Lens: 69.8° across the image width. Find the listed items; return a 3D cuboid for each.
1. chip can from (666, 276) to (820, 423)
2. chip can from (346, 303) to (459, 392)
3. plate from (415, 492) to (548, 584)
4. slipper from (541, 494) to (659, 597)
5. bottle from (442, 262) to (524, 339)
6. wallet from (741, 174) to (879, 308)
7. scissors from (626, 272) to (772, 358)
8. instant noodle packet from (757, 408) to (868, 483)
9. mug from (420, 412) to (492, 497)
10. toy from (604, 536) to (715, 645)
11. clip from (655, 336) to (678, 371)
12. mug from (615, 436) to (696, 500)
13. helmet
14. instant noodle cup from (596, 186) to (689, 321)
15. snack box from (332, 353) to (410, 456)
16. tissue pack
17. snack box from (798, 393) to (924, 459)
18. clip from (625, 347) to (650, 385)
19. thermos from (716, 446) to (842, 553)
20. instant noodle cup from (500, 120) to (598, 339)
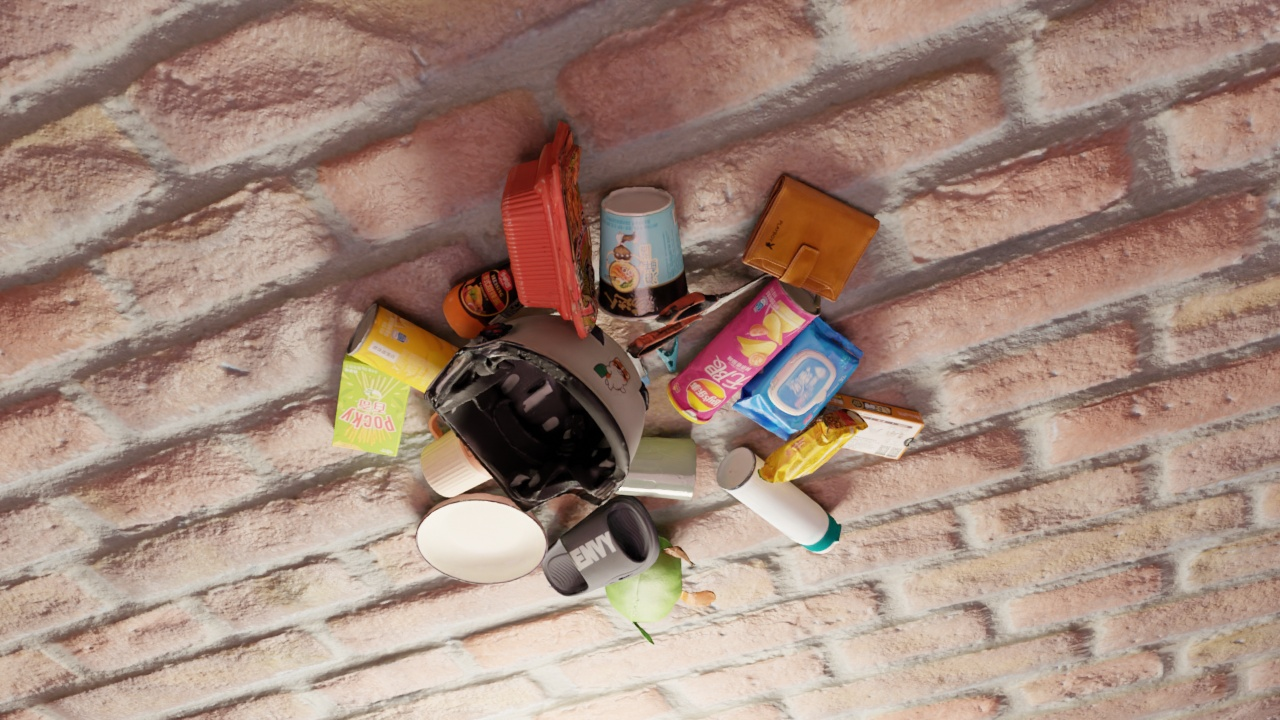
[{"bbox_3d":[0.123,-0.014,1.120,0.071,0.071,0.211,28,123,-25],"label":"chip can"},{"bbox_3d":[-0.245,0.012,1.118,0.213,0.072,0.072,30,123,-26],"label":"chip can"},{"bbox_3d":[-0.231,0.256,1.349,0.192,0.039,0.193,-1,130,-1],"label":"plate"},{"bbox_3d":[-0.073,0.284,1.308,0.269,0.083,0.110,-40,81,43],"label":"slipper"},{"bbox_3d":[-0.153,-0.082,1.055,0.150,0.066,0.067,-29,127,11],"label":"bottle"},{"bbox_3d":[0.188,-0.130,1.036,0.130,0.035,0.119,20,104,-20],"label":"wallet"},{"bbox_3d":[0.076,-0.063,1.014,0.202,0.015,0.206,-37,168,6],"label":"scissors"},{"bbox_3d":[0.225,0.113,1.198,0.110,0.044,0.129,-2,143,-48],"label":"instant noodle packet"},{"bbox_3d":[-0.233,0.111,1.207,0.106,0.081,0.114,-30,99,22],"label":"mug"},{"bbox_3d":[0.004,0.324,1.389,0.227,0.089,0.247,20,136,11],"label":"toy"},{"bbox_3d":[0.037,-0.007,1.158,0.033,0.013,0.054,-12,131,8],"label":"clip"},{"bbox_3d":[0.017,0.153,1.259,0.103,0.083,0.124,4,155,-6],"label":"mug"},{"bbox_3d":[-0.094,0.039,1.025,0.275,0.156,0.230,-26,109,45],"label":"helmet"},{"bbox_3d":[-0.002,-0.121,1.005,0.111,0.111,0.121,-5,123,0],"label":"instant noodle cup"},{"bbox_3d":[-0.345,0.058,1.182,0.085,0.026,0.157,12,129,-13],"label":"snack box"},{"bbox_3d":[0.195,0.024,1.140,0.095,0.052,0.157,35,105,-16],"label":"tissue pack"},{"bbox_3d":[0.299,0.089,1.248,0.153,0.026,0.075,12,129,-13],"label":"snack box"},{"bbox_3d":[-0.006,0.006,1.165,0.026,0.042,0.058,-13,127,9],"label":"clip"},{"bbox_3d":[0.203,0.208,1.319,0.073,0.073,0.224,-36,124,24],"label":"thermos"},{"bbox_3d":[-0.090,-0.133,0.932,0.079,0.164,0.189,-6,120,2],"label":"instant noodle cup"}]
